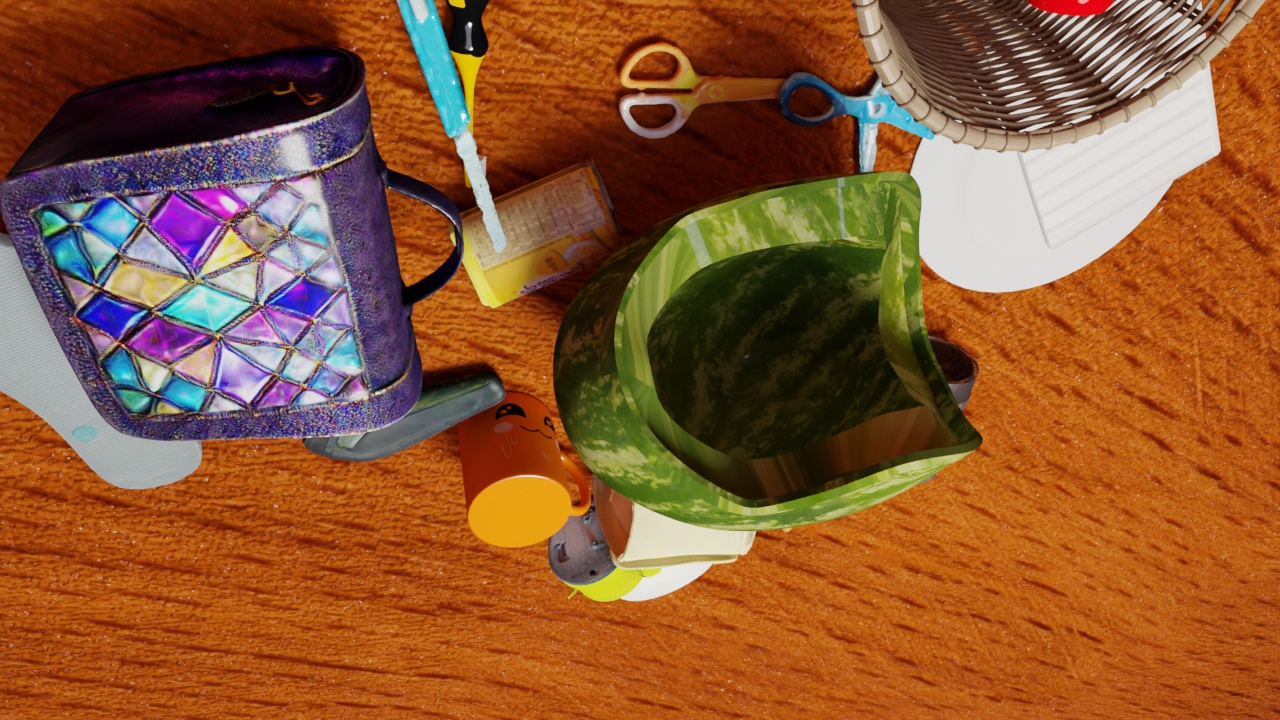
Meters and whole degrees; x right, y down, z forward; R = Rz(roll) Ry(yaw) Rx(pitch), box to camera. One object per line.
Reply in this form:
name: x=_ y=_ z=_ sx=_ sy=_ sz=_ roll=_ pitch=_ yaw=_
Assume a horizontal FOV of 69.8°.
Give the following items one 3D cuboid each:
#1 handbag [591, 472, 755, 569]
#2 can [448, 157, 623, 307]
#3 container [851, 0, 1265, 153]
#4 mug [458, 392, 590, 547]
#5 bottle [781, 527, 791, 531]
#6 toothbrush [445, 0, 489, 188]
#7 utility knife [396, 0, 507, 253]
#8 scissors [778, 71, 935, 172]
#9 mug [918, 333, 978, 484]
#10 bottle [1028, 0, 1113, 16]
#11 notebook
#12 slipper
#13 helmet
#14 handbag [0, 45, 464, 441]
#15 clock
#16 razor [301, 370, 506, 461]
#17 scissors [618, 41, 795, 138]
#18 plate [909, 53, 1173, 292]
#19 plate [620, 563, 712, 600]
handbag: x=0.029 y=0.114 z=0.770 sx=0.119 sy=0.111 sz=0.081 roll=2 pitch=115 yaw=-20
can: x=-0.067 y=-0.084 z=0.611 sx=0.105 sy=0.067 sz=0.068 roll=-23 pitch=130 yaw=1
container: x=0.175 y=-0.251 z=0.462 sx=0.226 sy=0.196 sz=0.227 roll=-8 pitch=129 yaw=-10
mug: x=-0.087 y=0.091 z=0.726 sx=0.112 sy=0.095 sz=0.078 roll=26 pitch=117 yaw=-32
bottle: x=0.121 y=0.110 z=0.832 sx=0.051 sy=0.051 sz=0.146 roll=-21 pitch=131 yaw=1
toothbrush: x=-0.102 y=-0.189 z=0.543 sx=0.031 sy=0.031 sz=0.197 roll=17 pitch=132 yaw=10
utility knife: x=-0.113 y=-0.148 z=0.543 sx=0.022 sy=0.015 sz=0.181 roll=-17 pitch=111 yaw=-7
scissors: x=0.151 y=-0.179 z=0.630 sx=0.137 sy=0.011 sz=0.134 roll=-13 pitch=130 yaw=-12
mug: x=0.218 y=0.036 z=0.793 sx=0.116 sy=0.079 sz=0.107 roll=15 pitch=125 yaw=6
bottle: x=0.181 y=-0.197 z=0.352 sx=0.036 sy=0.036 sz=0.119 roll=-7 pitch=129 yaw=-11
notebook: x=0.337 y=-0.190 z=0.658 sx=0.143 sy=0.009 sz=0.210 roll=-31 pitch=129 yaw=10
slipper: x=-0.374 y=-0.005 z=0.605 sx=0.098 sy=0.054 sz=0.269 roll=-20 pitch=142 yaw=-3
helmet: x=0.072 y=0.002 z=0.593 sx=0.247 sy=0.213 sz=0.243 roll=-13 pitch=175 yaw=9
handbag: x=-0.217 y=-0.063 z=0.543 sx=0.222 sy=0.125 sz=0.205 roll=-7 pitch=128 yaw=-8
clock: x=-0.024 y=0.164 z=0.813 sx=0.119 sy=0.083 sz=0.057 roll=-26 pitch=136 yaw=9
razor: x=-0.177 y=0.034 z=0.688 sx=0.151 sy=0.054 sz=0.067 roll=-17 pitch=121 yaw=-9
scissors: x=0.047 y=-0.176 z=0.605 sx=0.128 sy=0.013 sz=0.064 roll=-4 pitch=125 yaw=-17
plate: x=0.321 y=-0.151 z=0.703 sx=0.242 sy=0.016 sz=0.243 roll=-8 pitch=129 yaw=-10
plate: x=0.021 y=0.192 z=0.876 sx=0.104 sy=0.026 sz=0.104 roll=-17 pitch=145 yaw=-13
